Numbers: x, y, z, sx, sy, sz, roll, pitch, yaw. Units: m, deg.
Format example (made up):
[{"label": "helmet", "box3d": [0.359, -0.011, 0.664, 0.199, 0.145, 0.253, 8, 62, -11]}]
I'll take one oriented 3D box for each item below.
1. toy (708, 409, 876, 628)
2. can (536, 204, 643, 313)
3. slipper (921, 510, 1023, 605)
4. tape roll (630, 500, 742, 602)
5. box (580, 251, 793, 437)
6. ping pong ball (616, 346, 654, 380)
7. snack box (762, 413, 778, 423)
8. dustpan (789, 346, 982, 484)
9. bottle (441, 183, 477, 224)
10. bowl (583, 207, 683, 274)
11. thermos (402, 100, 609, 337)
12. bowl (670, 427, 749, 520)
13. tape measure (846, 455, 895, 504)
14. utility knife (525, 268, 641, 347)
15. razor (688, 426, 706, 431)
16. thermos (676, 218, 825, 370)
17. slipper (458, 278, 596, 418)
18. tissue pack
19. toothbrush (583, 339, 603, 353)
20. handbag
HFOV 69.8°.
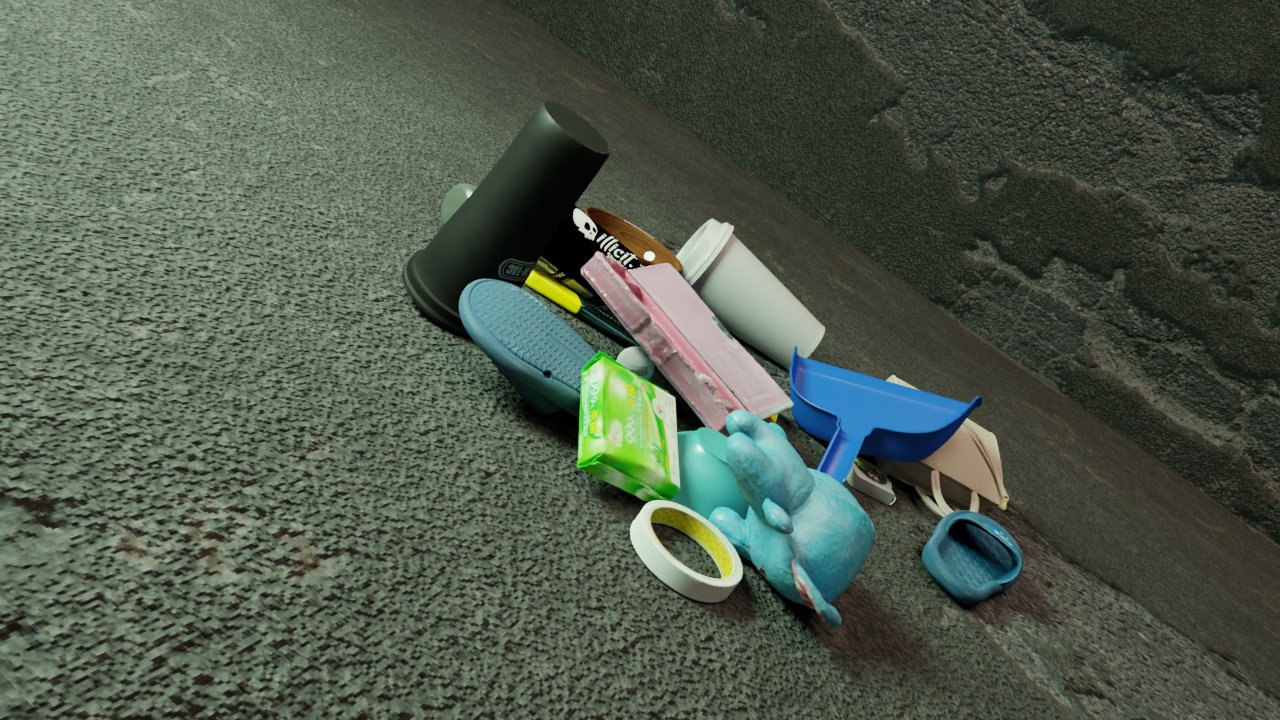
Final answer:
[{"label": "toy", "box3d": [0.113, 0.126, 0.760, 0.180, 0.115, 0.183, 48, 25, -21]}, {"label": "can", "box3d": [-0.069, -0.122, 1.056, 0.146, 0.080, 0.080, 36, 16, -31]}, {"label": "slipper", "box3d": [0.376, 0.211, 1.024, 0.104, 0.059, 0.213, 48, 29, 24]}, {"label": "tape roll", "box3d": [0.036, 0.148, 0.718, 0.094, 0.019, 0.094, 29, 21, -12]}, {"label": "box", "box3d": [0.049, -0.017, 0.985, 0.232, 0.051, 0.180, 51, 24, 19]}, {"label": "ping pong ball", "box3d": [-0.006, 0.006, 0.949, 0.040, 0.040, 0.040, 29, 21, -12]}, {"label": "snack box", "box3d": [0.120, 0.053, 1.054, 0.075, 0.025, 0.152, 35, 20, 3]}, {"label": "dustpan", "box3d": [0.263, 0.079, 1.102, 0.246, 0.060, 0.256, 17, 43, 21]}, {"label": "bottle", "box3d": [-0.172, -0.165, 1.060, 0.108, 0.060, 0.060, 8, 32, -49]}, {"label": "bowl", "box3d": [-0.025, -0.129, 1.186, 0.147, 0.069, 0.147, 30, 18, -11]}, {"label": "thermos", "box3d": [-0.120, -0.124, 0.828, 0.106, 0.219, 0.105, 33, 26, -18]}, {"label": "bowl", "box3d": [0.062, 0.096, 0.836, 0.121, 0.046, 0.121, 29, 21, -12]}, {"label": "tape measure", "box3d": [0.271, 0.140, 1.095, 0.064, 0.017, 0.065, 27, 21, -17]}, {"label": "utility knife", "box3d": [-0.048, -0.047, 1.037, 0.186, 0.020, 0.028, 32, 20, -1]}, {"label": "razor", "box3d": [0.109, 0.111, 0.915, 0.141, 0.018, 0.043, 42, 21, 22]}, {"label": "thermos", "box3d": [0.149, -0.086, 1.292, 0.222, 0.132, 0.131, 39, 19, -9]}, {"label": "slipper", "box3d": [-0.077, 0.013, 0.804, 0.213, 0.059, 0.103, 40, 25, -25]}, {"label": "tissue pack", "box3d": [-0.008, 0.060, 0.770, 0.099, 0.034, 0.113, 31, 41, -35]}, {"label": "toothbrush", "box3d": [-0.111, -0.054, 0.965, 0.188, 0.017, 0.014, 37, 15, 14]}, {"label": "handbag", "box3d": [0.383, 0.137, 1.186, 0.194, 0.101, 0.197, 29, 33, -13]}]
